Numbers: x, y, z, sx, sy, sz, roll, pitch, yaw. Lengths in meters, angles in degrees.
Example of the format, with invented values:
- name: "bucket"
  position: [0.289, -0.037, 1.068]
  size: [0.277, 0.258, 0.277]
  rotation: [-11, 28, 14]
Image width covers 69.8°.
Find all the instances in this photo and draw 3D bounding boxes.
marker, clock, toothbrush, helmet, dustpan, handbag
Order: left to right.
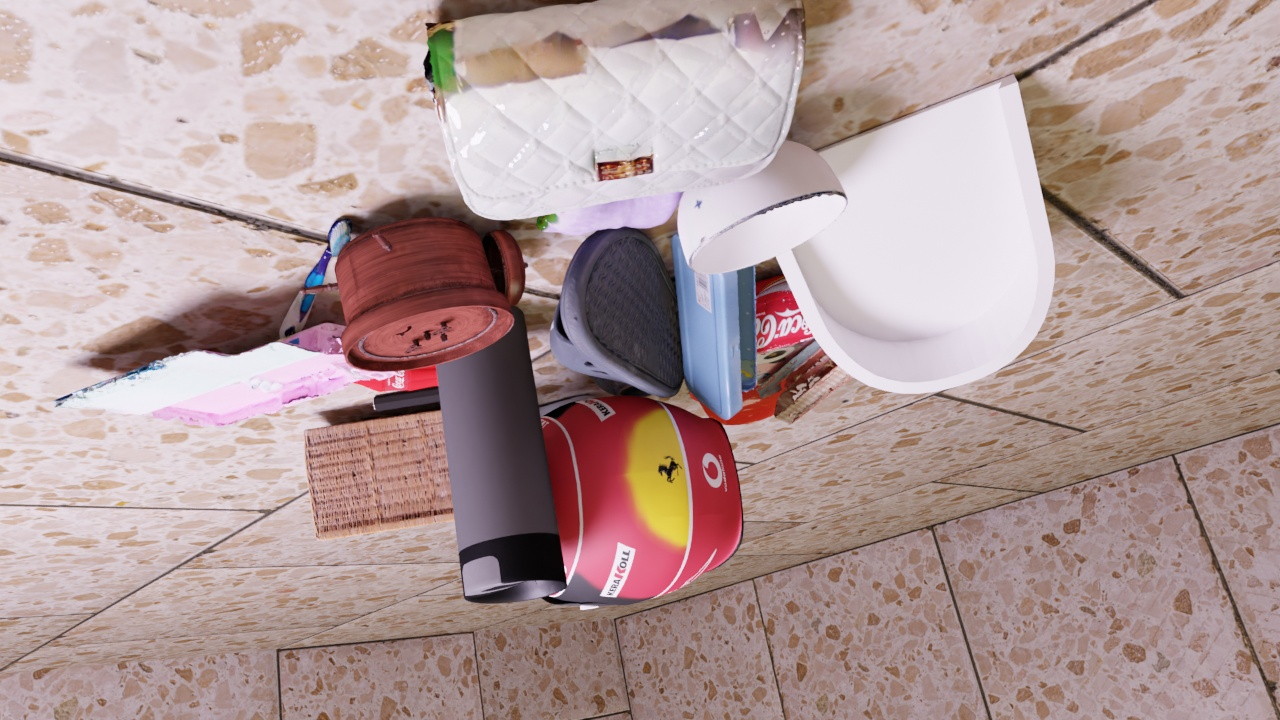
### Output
- name: "toothbrush"
  position: [-0.245, -0.052, 0.685]
  size: [0.016, 0.017, 0.190]
  rotation: [1, 155, -33]
- name: "clock"
  position: [-0.146, -0.046, 0.654]
  size: [0.121, 0.072, 0.157]
  rotation: [-27, 164, 34]
- name: "marker"
  position: [-0.207, 0.036, 0.930]
  size: [0.124, 0.021, 0.017]
  rotation: [-9, 159, -3]
- name: "helmet"
  position: [-0.038, 0.141, 0.897]
  size: [0.224, 0.197, 0.272]
  rotation: [-1, 160, -23]
- name: "handbag"
  position: [-0.012, -0.138, 0.504]
  size: [0.195, 0.072, 0.139]
  rotation: [-10, 158, -4]
- name: "dustpan"
  position: [0.217, -0.070, 0.714]
  size: [0.192, 0.053, 0.258]
  rotation: [-18, 139, 18]

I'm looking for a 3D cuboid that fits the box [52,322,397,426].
- name: "box"
  position: [-0.335, 0.011, 0.744]
  size: [0.231, 0.035, 0.159]
  rotation: [-16, 163, 26]

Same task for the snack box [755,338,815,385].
- name: "snack box"
  position: [0.121, -0.014, 0.955]
  size: [0.087, 0.033, 0.154]
  rotation: [-2, 158, -23]

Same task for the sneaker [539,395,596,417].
- name: "sneaker"
  position: [-0.152, 0.115, 1.069]
  size: [0.242, 0.090, 0.089]
  rotation: [-16, 160, 13]

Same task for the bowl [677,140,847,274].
- name: "bowl"
  position: [0.075, -0.109, 0.618]
  size: [0.113, 0.063, 0.113]
  rotation: [-20, 168, -5]

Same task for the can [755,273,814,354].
- name: "can"
  position: [0.123, -0.043, 0.834]
  size: [0.105, 0.064, 0.064]
  rotation: [-16, 159, 13]

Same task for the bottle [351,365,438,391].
- name: "bottle"
  position: [-0.221, 0.010, 0.831]
  size: [0.119, 0.036, 0.036]
  rotation: [-3, 158, -21]

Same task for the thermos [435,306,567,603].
- name: "thermos"
  position: [-0.121, 0.077, 0.769]
  size: [0.082, 0.240, 0.082]
  rotation: [-10, 160, -4]

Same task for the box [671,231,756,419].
- name: "box"
  position: [0.068, -0.037, 0.777]
  size: [0.058, 0.068, 0.210]
  rotation: [-38, 146, -22]

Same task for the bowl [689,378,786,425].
- name: "bowl"
  position: [0.126, 0.045, 1.096]
  size: [0.130, 0.045, 0.131]
  rotation: [-10, 160, -4]

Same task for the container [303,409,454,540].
- name: "container"
  position: [-0.241, 0.116, 0.971]
  size: [0.198, 0.113, 0.113]
  rotation: [-8, 175, -2]

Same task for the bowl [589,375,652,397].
- name: "bowl"
  position: [-0.005, 0.005, 0.909]
  size: [0.110, 0.055, 0.110]
  rotation: [-11, 160, -4]

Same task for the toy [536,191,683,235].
- name: "toy"
  position: [-0.017, -0.115, 0.618]
  size: [0.099, 0.036, 0.080]
  rotation: [-7, 150, -26]

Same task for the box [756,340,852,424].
- name: "box"
  position: [0.176, 0.003, 0.946]
  size: [0.064, 0.056, 0.189]
  rotation: [32, 147, -4]

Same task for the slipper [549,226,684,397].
- name: "slipper"
  position: [-0.023, -0.036, 0.755]
  size: [0.083, 0.110, 0.268]
  rotation: [9, 170, 20]
